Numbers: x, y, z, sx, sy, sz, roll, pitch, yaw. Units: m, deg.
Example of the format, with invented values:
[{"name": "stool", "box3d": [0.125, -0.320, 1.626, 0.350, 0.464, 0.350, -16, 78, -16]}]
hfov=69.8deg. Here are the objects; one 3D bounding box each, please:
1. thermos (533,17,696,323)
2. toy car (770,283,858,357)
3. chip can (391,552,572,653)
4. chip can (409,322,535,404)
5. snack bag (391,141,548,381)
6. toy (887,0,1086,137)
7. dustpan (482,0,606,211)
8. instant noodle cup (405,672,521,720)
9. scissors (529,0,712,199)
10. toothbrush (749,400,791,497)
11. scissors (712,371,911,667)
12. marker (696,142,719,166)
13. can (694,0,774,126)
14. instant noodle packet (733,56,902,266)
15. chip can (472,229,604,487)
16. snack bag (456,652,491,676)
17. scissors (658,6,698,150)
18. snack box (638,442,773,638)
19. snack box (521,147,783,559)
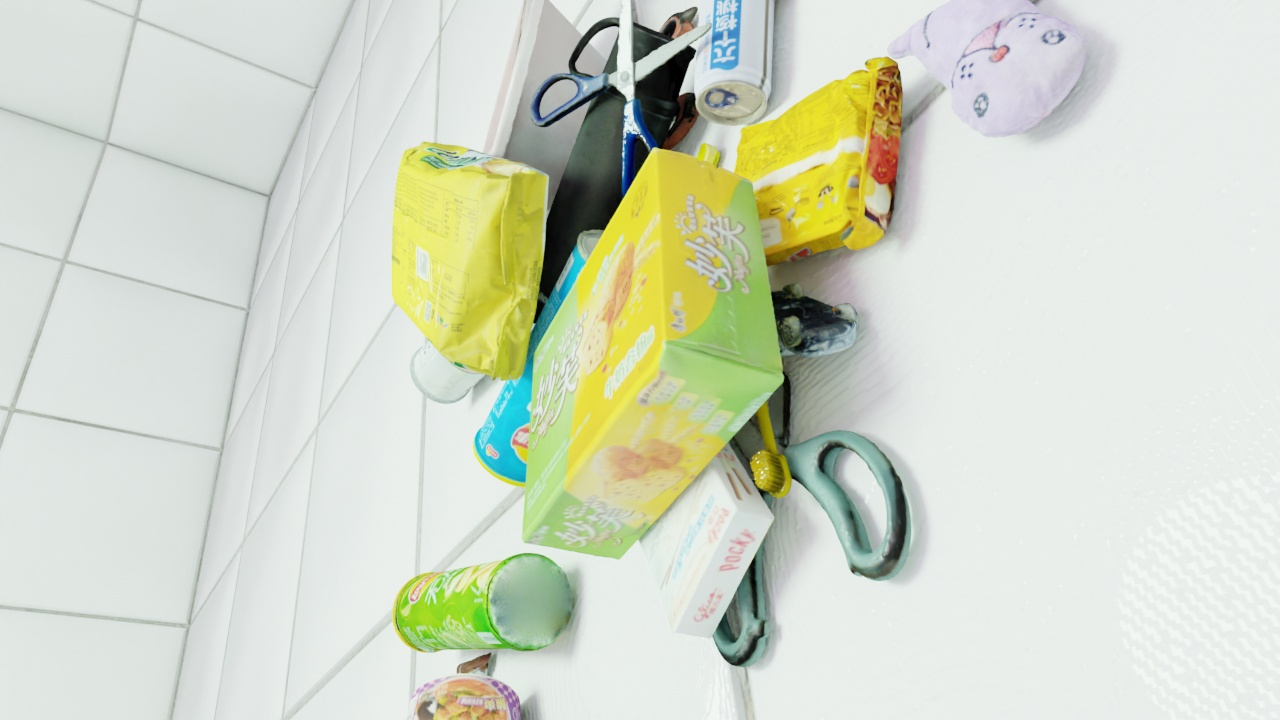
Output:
[{"name": "thermos", "box3d": [-0.039, -0.145, 0.731, 0.068, 0.090, 0.243, -51, -16, -68]}, {"name": "toy car", "box3d": [0.086, -0.020, 0.523, 0.090, 0.043, 0.034, -149, 50, -63]}, {"name": "chip can", "box3d": [-0.134, 0.202, 0.753, 0.222, 0.072, 0.072, -25, 55, 53]}, {"name": "chip can", "box3d": [-0.153, -0.031, 0.904, 0.215, 0.071, 0.071, -37, 46, 46]}, {"name": "snack bag", "box3d": [-0.146, -0.087, 0.734, 0.246, 0.068, 0.158, 32, 118, 58]}, {"name": "toy", "box3d": [0.173, -0.151, 0.443, 0.084, 0.039, 0.107, -41, 41, 27]}, {"name": "dustpan", "box3d": [-0.132, -0.231, 0.854, 0.274, 0.138, 0.222, -33, 39, 30]}, {"name": "instant noodle cup", "box3d": [-0.132, 0.296, 0.678, 0.112, 0.111, 0.099, -51, 27, 34]}, {"name": "scissors", "box3d": [-0.018, -0.195, 0.661, 0.163, 0.012, 0.173, 8, 104, 36]}, {"name": "toothbrush", "box3d": [0.063, 0.004, 0.551, 0.016, 0.016, 0.189, -49, 30, 33]}, {"name": "scissors", "box3d": [0.074, 0.095, 0.507, 0.181, 0.019, 0.170, -66, 30, 15]}, {"name": "marker", "box3d": [0.032, -0.100, 0.683, 0.018, 0.015, 0.124, 39, 112, 60]}, {"name": "can", "box3d": [0.068, -0.237, 0.650, 0.053, 0.053, 0.134, -24, 55, 53]}, {"name": "instant noodle packet", "box3d": [0.097, -0.107, 0.544, 0.129, 0.044, 0.110, -11, 65, 58]}, {"name": "chip can", "box3d": [-0.060, 0.003, 0.718, 0.211, 0.071, 0.071, -59, 32, 29]}, {"name": "snack bag", "box3d": [-0.141, 0.298, 0.762, 0.048, 0.026, 0.104, -31, 49, 34]}, {"name": "scissors", "box3d": [-0.005, -0.200, 0.793, 0.227, 0.015, 0.189, 0, 76, 59]}, {"name": "snack box", "box3d": [0.027, 0.084, 0.559, 0.085, 0.027, 0.156, -66, 22, 19]}, {"name": "snack box", "box3d": [-0.003, 0.003, 0.556, 0.211, 0.070, 0.157, 126, 151, -43]}]
